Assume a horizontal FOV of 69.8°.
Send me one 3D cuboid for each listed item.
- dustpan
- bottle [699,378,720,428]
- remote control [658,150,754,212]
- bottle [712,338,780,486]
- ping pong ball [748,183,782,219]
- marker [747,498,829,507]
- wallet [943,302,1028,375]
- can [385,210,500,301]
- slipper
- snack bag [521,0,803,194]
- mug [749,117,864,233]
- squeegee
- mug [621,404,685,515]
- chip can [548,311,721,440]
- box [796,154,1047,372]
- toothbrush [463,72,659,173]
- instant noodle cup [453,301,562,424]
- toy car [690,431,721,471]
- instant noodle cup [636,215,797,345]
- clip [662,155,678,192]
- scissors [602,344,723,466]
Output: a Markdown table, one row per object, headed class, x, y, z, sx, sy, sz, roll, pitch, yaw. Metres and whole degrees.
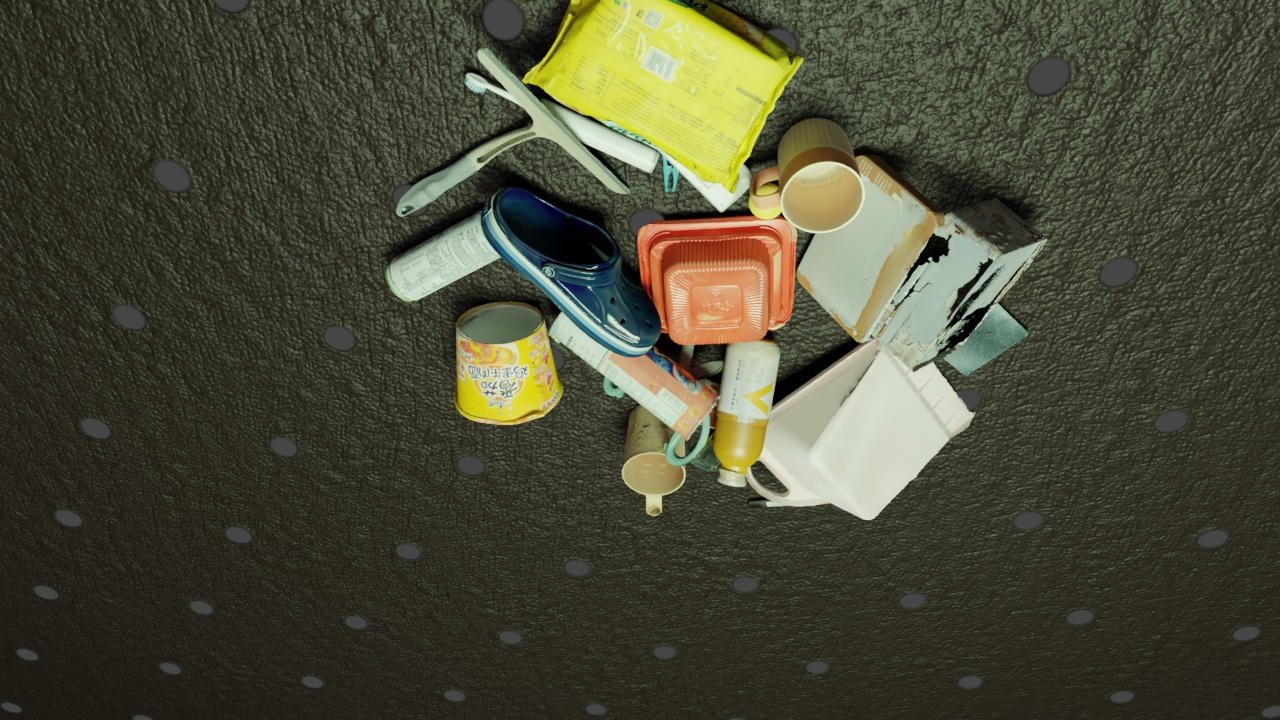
| class | x | y | z | sx | sy | sz | roll | pitch | yaw |
| --- | --- | --- | --- | --- | --- | --- | --- | --- | --- |
| dustpan | 0.272 | 0.088 | 1.223 | 0.273 | 0.139 | 0.222 | -48 | 122 | -9 |
| bottle | 0.142 | 0.075 | 1.231 | 0.206 | 0.059 | 0.060 | 19 | 129 | -16 |
| remote control | 0.061 | -0.225 | 0.992 | 0.135 | 0.019 | 0.056 | 41 | 107 | -19 |
| bottle | 0.130 | 0.064 | 1.159 | 0.068 | 0.068 | 0.189 | 9 | 95 | -3 |
| ping pong ball | 0.141 | -0.178 | 1.026 | 0.040 | 0.040 | 0.040 | 2 | 130 | 2 |
| marker | 0.221 | 0.209 | 1.367 | 0.124 | 0.015 | 0.018 | -7 | 128 | 13 |
| wallet | 0.409 | -0.038 | 1.140 | 0.121 | 0.019 | 0.097 | 35 | 123 | -25 |
| can | -0.230 | -0.123 | 1.090 | 0.147 | 0.058 | 0.058 | -24 | 125 | 22 |
| slipper | -0.063 | -0.112 | 1.039 | 0.253 | 0.104 | 0.095 | 39 | 137 | -19 |
| snack bag | 0.025 | -0.286 | 0.907 | 0.246 | 0.068 | 0.158 | 25 | 115 | -13 |
| mug | 0.172 | -0.193 | 0.968 | 0.115 | 0.105 | 0.082 | -13 | 128 | 15 |
| squeegee | -0.179 | -0.220 | 1.018 | 0.247 | 0.039 | 0.246 | -20 | 144 | 28 |
| mug | 0.021 | 0.133 | 1.258 | 0.084 | 0.103 | 0.125 | 1 | 131 | 4 |
| chip can | -0.007 | 0.007 | 1.119 | 0.215 | 0.071 | 0.071 | 38 | 127 | 5 |
| box | 0.303 | -0.117 | 1.040 | 0.156 | 0.193 | 0.184 | -17 | 146 | -41 |
| toothbrush | -0.083 | -0.257 | 0.984 | 0.221 | 0.026 | 0.026 | 21 | 143 | -14 |
| instant noodle cup | -0.169 | -0.003 | 1.146 | 0.138 | 0.137 | 0.110 | 1 | 123 | 3 |
| toy car | 0.110 | 0.122 | 1.291 | 0.048 | 0.032 | 0.105 | 23 | 139 | -15 |
| instant noodle cup | 0.092 | -0.086 | 1.084 | 0.189 | 0.079 | 0.165 | -4 | 130 | 5 |
| clip | 0.034 | -0.213 | 1.022 | 0.049 | 0.015 | 0.057 | 1 | 129 | 0 |
| scissors | 0.033 | 0.055 | 1.176 | 0.171 | 0.178 | 0.019 | -13 | 170 | 24 |
